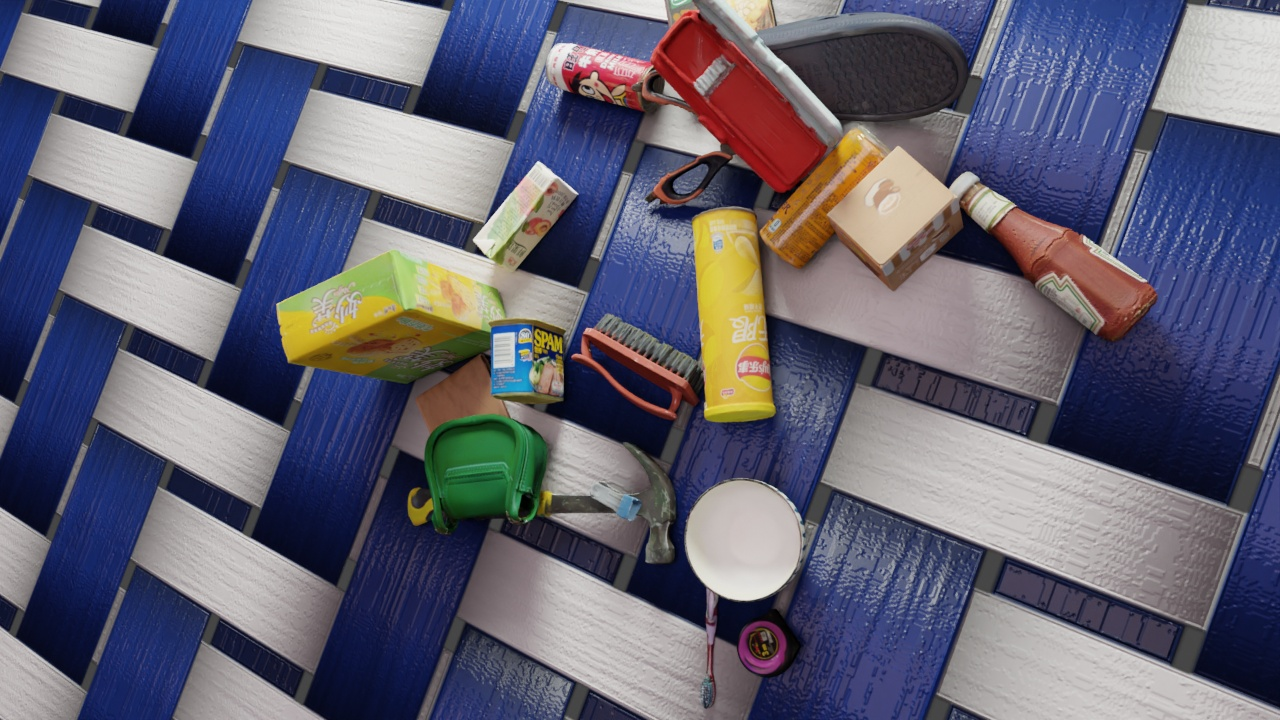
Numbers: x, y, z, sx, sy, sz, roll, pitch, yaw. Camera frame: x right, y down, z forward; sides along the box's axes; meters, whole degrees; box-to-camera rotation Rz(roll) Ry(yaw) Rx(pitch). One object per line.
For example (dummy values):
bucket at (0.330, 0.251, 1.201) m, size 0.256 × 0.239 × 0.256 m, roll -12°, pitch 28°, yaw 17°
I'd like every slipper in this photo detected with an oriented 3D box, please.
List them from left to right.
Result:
slipper at (0.193, -0.307, 0.923) m, size 0.269 × 0.111 × 0.083 m, roll 6°, pitch 55°, yaw 30°

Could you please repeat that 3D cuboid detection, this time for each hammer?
hammer at (-0.115, 0.156, 1.013) m, size 0.324 × 0.032 × 0.126 m, roll -3°, pitch 80°, yaw 22°

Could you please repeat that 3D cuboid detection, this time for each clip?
clip at (-0.028, 0.144, 0.952) m, size 0.058 × 0.043 × 0.027 m, roll 24°, pitch 92°, yaw 28°

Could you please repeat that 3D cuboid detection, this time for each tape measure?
tape measure at (0.123, 0.277, 0.891) m, size 0.058 × 0.039 × 0.057 m, roll -40°, pitch 69°, yaw 6°

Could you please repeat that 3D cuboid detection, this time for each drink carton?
drink carton at (-0.135, -0.166, 1.064) m, size 0.122 × 0.053 × 0.045 m, roll -48°, pitch 63°, yaw 8°

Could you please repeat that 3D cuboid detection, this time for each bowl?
bowl at (0.107, 0.175, 0.900) m, size 0.117 × 0.066 × 0.116 m, roll -4°, pitch 81°, yaw 22°

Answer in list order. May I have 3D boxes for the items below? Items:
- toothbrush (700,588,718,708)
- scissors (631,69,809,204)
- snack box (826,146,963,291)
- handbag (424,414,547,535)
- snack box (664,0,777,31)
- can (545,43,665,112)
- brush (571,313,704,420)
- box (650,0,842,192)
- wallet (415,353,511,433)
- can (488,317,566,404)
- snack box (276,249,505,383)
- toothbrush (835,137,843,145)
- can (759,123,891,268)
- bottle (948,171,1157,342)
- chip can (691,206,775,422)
toothbrush at (0.070, 0.255, 0.927) m, size 0.016 × 0.017 × 0.187 m, roll 0°, pitch 82°, yaw 21°
scissors at (0.085, -0.238, 0.973) m, size 0.226 × 0.015 × 0.189 m, roll -24°, pitch 99°, yaw 27°
snack box at (0.245, -0.134, 0.881) m, size 0.093 × 0.094 × 0.077 m, roll -44°, pitch 68°, yaw 10°
handbag at (-0.167, 0.122, 0.982) m, size 0.131 × 0.068 × 0.120 m, roll -11°, pitch 65°, yaw 22°
snack box at (0.091, -0.373, 1.013) m, size 0.113 × 0.053 × 0.125 m, roll -13°, pitch 81°, yaw 20°
can at (-0.042, -0.326, 1.053) m, size 0.133 × 0.053 × 0.053 m, roll 22°, pitch 89°, yaw 24°
brush at (-0.006, 0.006, 0.976) m, size 0.146 × 0.063 × 0.069 m, roll 30°, pitch 79°, yaw 25°
box at (0.108, -0.269, 0.893) m, size 0.201 × 0.155 × 0.073 m, roll 46°, pitch 67°, yaw 0°
wallet at (-0.202, 0.065, 1.066) m, size 0.101 × 0.020 × 0.115 m, roll -32°, pitch 67°, yaw 14°
can at (-0.123, 0.002, 1.005) m, size 0.057 × 0.102 × 0.083 m, roll -4°, pitch 82°, yaw 21°
snack box at (-0.263, -0.041, 1.009) m, size 0.158 × 0.210 × 0.070 m, roll -21°, pitch 75°, yaw 18°
toothbrush at (0.193, -0.241, 0.964) m, size 0.014 × 0.018 × 0.189 m, roll -47°, pitch 66°, yaw -2°
can at (0.187, -0.162, 0.918) m, size 0.146 × 0.058 × 0.058 m, roll -48°, pitch 67°, yaw 18°
bottle at (0.372, -0.102, 0.846) m, size 0.060 × 0.059 × 0.206 m, roll -48°, pitch 67°, yaw 8°
chip can at (0.095, -0.046, 0.941) m, size 0.072 × 0.072 × 0.213 m, roll -7°, pitch 77°, yaw 21°
